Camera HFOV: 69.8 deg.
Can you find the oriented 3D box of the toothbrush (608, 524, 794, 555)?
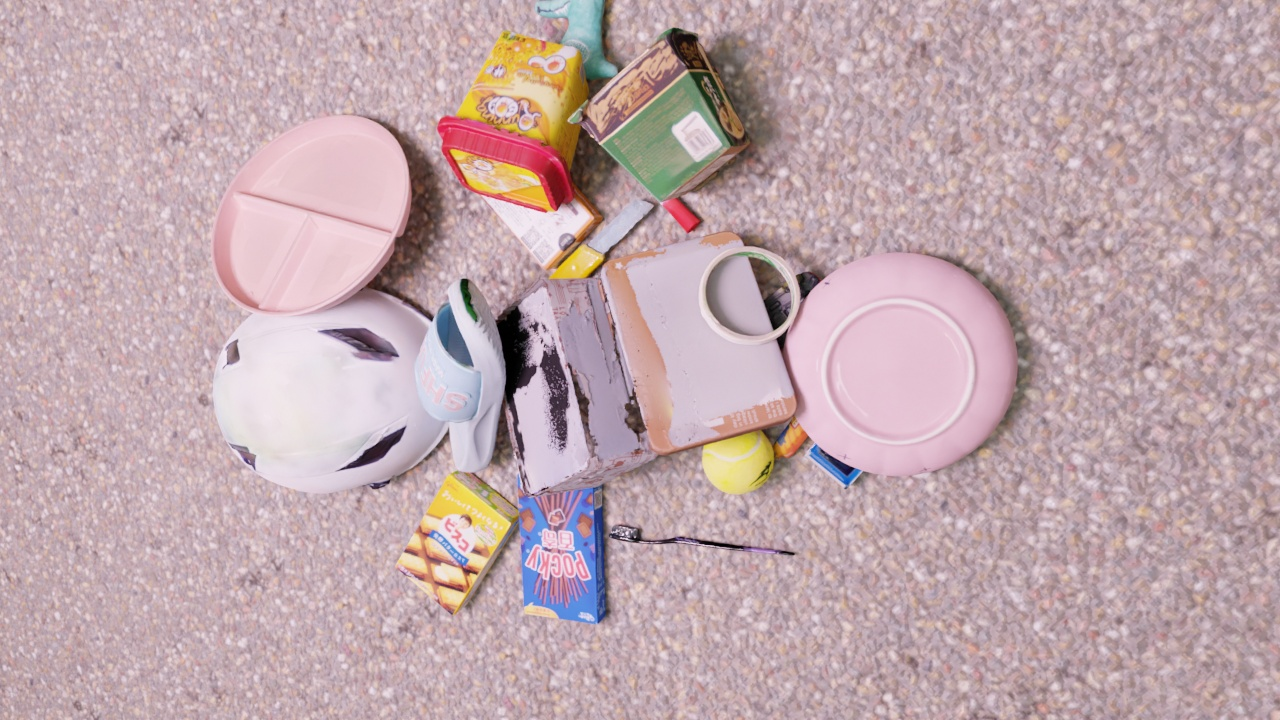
[{"bbox_3d":[0.057,0.177,0.897,0.189,0.014,0.016,2,88,20],"label":"toothbrush"}]

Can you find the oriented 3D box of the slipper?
[{"bbox_3d":[-0.176,0.021,0.870,0.246,0.074,0.104,104,151,-48],"label":"slipper"}]

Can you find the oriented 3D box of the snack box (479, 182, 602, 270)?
[{"bbox_3d":[-0.113,-0.169,0.891,0.075,0.026,0.153,-43,83,21],"label":"snack box"}]

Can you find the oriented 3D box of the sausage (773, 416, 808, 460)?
[{"bbox_3d":[0.168,0.028,0.822,0.021,0.021,0.165,38,110,11],"label":"sausage"}]

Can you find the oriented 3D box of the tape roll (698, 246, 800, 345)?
[{"bbox_3d":[0.092,-0.055,0.779,0.086,0.014,0.085,1,74,-4],"label":"tape roll"}]

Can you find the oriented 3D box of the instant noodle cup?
[{"bbox_3d":[-0.104,-0.214,0.818,0.116,0.116,0.123,17,78,8],"label":"instant noodle cup"}]

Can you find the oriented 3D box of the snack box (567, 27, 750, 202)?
[{"bbox_3d":[0.028,-0.202,0.786,0.118,0.117,0.105,-36,90,25],"label":"snack box"}]

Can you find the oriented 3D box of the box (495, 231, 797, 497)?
[{"bbox_3d":[-0.014,0.005,0.810,0.270,0.136,0.179,-21,75,22],"label":"box"}]

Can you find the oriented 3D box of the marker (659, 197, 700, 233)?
[{"bbox_3d":[0.001,-0.175,0.852,0.145,0.017,0.017,48,112,7],"label":"marker"}]

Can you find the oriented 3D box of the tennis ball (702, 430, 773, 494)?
[{"bbox_3d":[0.089,0.090,0.840,0.065,0.065,0.065,4,101,20],"label":"tennis ball"}]

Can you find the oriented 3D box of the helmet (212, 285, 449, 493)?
[{"bbox_3d":[-0.334,0.035,0.948,0.259,0.145,0.229,-2,99,21],"label":"helmet"}]

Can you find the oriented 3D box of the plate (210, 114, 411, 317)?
[{"bbox_3d":[-0.330,-0.145,0.925,0.230,0.028,0.229,-7,67,17],"label":"plate"}]

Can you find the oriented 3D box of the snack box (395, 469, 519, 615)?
[{"bbox_3d":[-0.196,0.195,0.987,0.087,0.033,0.141,37,109,11],"label":"snack box"}]

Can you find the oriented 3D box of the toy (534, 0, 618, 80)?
[{"bbox_3d":[-0.058,-0.306,0.845,0.096,0.030,0.092,11,99,26],"label":"toy"}]

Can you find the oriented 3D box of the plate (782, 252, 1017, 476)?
[{"bbox_3d":[0.213,0.007,0.764,0.192,0.039,0.192,2,99,15],"label":"plate"}]

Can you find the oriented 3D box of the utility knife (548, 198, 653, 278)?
[{"bbox_3d":[-0.067,-0.080,0.894,0.224,0.015,0.033,-42,83,24],"label":"utility knife"}]

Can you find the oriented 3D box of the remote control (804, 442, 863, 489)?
[{"bbox_3d":[0.202,0.055,0.812,0.049,0.024,0.125,41,110,10],"label":"remote control"}]

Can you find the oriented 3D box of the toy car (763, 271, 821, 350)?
[{"bbox_3d":[0.122,-0.035,0.822,0.106,0.031,0.049,-37,85,21],"label":"toy car"}]

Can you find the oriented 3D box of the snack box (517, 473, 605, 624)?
[{"bbox_3d":[-0.081,0.190,0.944,0.085,0.026,0.157,2,100,20],"label":"snack box"}]
